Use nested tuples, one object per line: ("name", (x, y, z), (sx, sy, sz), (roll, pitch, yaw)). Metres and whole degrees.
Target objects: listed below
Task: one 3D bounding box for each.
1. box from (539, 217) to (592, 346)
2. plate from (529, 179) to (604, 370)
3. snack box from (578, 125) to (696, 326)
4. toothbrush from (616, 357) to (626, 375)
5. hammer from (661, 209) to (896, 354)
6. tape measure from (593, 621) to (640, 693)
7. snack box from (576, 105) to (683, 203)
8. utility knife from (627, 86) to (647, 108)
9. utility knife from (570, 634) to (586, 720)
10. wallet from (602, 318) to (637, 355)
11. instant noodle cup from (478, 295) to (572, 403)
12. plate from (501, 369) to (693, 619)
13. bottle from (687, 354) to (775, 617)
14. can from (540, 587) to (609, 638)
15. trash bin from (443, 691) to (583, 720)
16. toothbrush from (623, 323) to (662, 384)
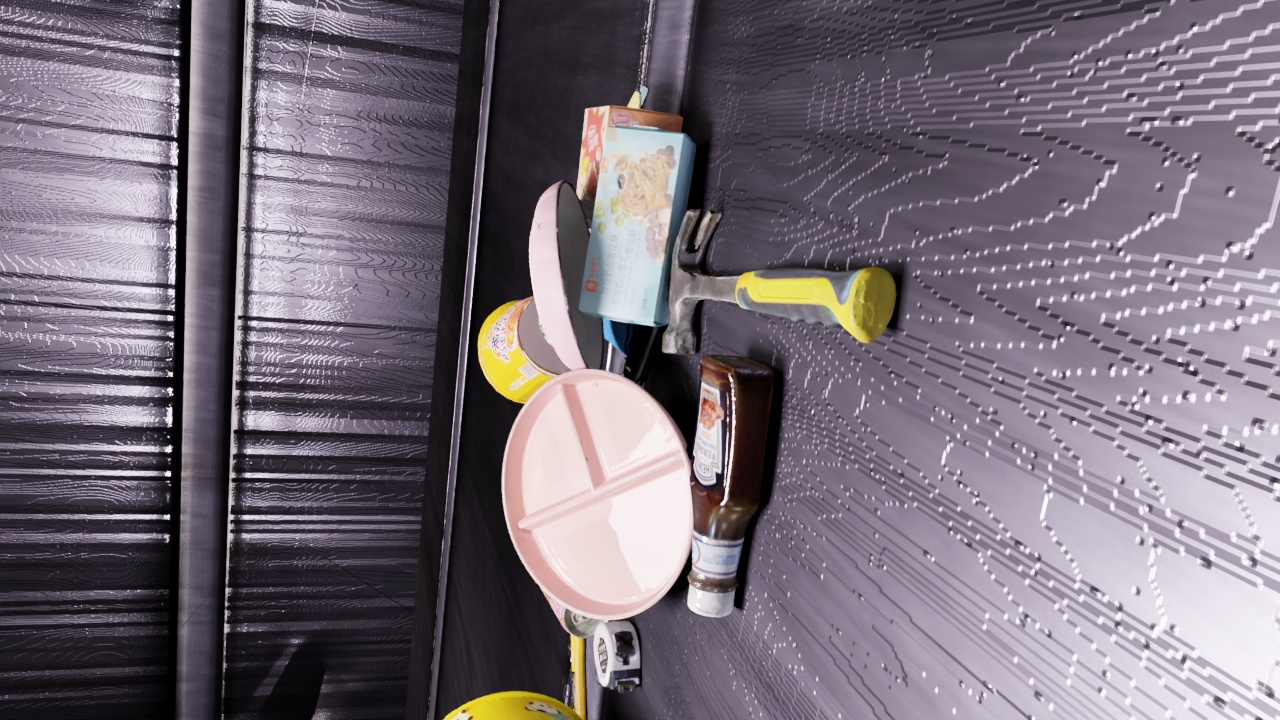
("box", (-0.076, -0.085, 1.081), (0.088, 0.076, 0.162), (46, -141, -50))
("plate", (-0.073, -0.076, 0.892), (0.192, 0.039, 0.192), (-7, -91, -83))
("snack box", (-0.002, -0.122, 0.837), (0.051, 0.074, 0.175), (-2, -79, -73))
("toothbrush", (-0.033, 0.035, 1.039), (0.181, 0.018, 0.015), (126, 137, -62))
("hammer", (0.084, -0.054, 0.674), (0.323, 0.032, 0.126), (-162, 76, -71))
("tape measure", (-0.024, 0.299, 0.933), (0.066, 0.033, 0.066), (154, 116, -67))
("snack box", (-0.014, -0.202, 0.920), (0.093, 0.077, 0.094), (-142, 58, -68))
("utility knife", (-0.025, -0.258, 1.059), (0.168, 0.018, 0.031), (120, 144, -56))
("utility knife", (-0.074, 0.396, 1.093), (0.033, 0.015, 0.208), (129, 140, -65))
("wallet", (-0.025, -0.068, 0.998), (0.133, 0.040, 0.106), (-141, 52, -68))
("instant noodle cup", (-0.121, -0.022, 1.141), (0.110, 0.138, 0.138), (-25, 63, 61))
("plate", (-0.039, 0.122, 0.848), (0.230, 0.028, 0.229), (0, 91, 37))
("bottle", (0.063, 0.096, 0.694), (0.080, 0.044, 0.195), (-149, 63, -70))
("can", (-0.080, 0.268, 1.067), (0.147, 0.058, 0.058), (-158, 72, -71))
("trash bin", (-0.091, 0.451, 0.833), (0.256, 0.229, 0.229), (173, 100, -66))
("toothbrush", (-0.006, 0.005, 0.939), (0.026, 0.027, 0.213), (43, 136, 25))
